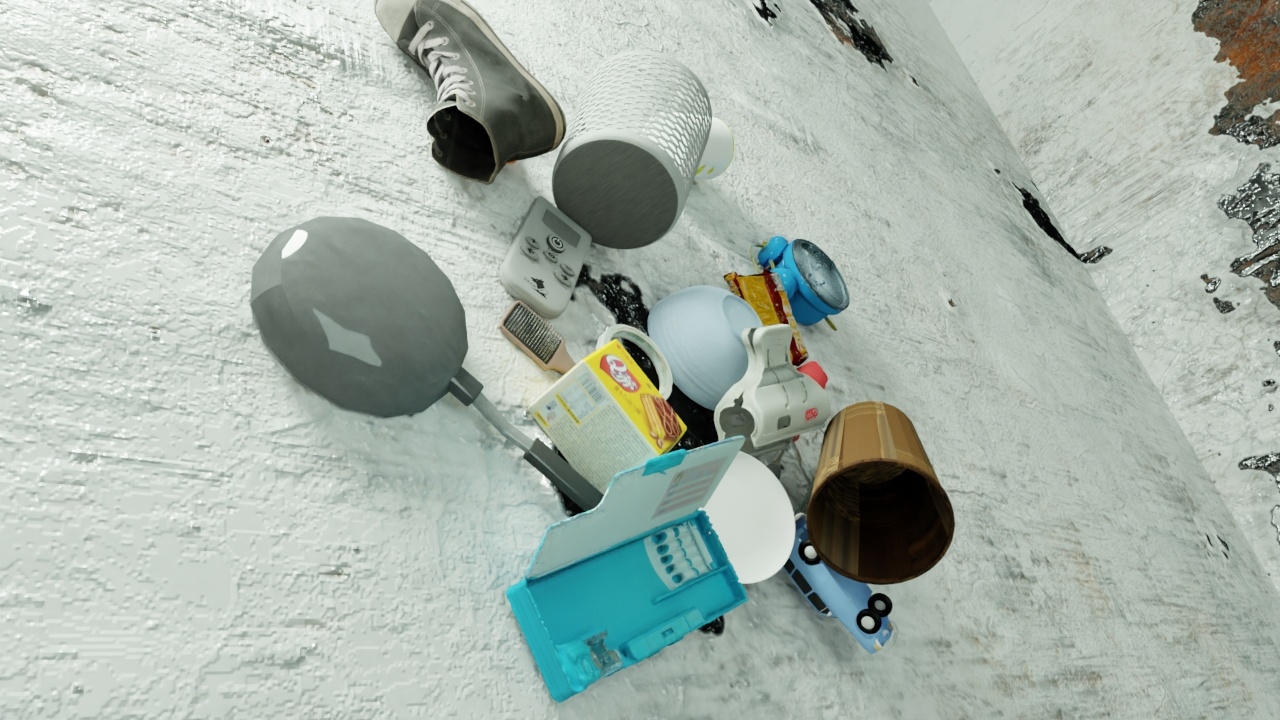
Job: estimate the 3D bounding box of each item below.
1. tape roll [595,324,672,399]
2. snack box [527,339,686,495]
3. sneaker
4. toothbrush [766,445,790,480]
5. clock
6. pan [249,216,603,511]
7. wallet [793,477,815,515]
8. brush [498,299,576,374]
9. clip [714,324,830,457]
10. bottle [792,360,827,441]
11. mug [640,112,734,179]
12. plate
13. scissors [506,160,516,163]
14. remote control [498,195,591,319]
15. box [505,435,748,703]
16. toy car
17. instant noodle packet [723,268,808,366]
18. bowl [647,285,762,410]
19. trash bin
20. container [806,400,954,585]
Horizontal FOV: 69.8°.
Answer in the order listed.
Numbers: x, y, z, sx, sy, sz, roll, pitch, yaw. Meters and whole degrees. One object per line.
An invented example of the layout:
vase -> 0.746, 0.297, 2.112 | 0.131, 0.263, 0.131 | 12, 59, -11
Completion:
tape roll -> -0.006, 0.005, 0.930 | 0.093, 0.013, 0.092 | 30, 40, -29
snack box -> -0.028, 0.052, 0.801 | 0.106, 0.084, 0.061 | 52, 33, 2
sneaker -> -0.194, -0.279, 0.912 | 0.235, 0.095, 0.119 | 48, 43, -5
toothbrush -> 0.134, 0.129, 0.972 | 0.024, 0.022, 0.185 | 65, 30, -16
clock -> 0.213, -0.112, 1.245 | 0.161, 0.060, 0.116 | 28, 42, -28
pan -> -0.145, 0.016, 0.736 | 0.357, 0.041, 0.178 | 43, 36, -12
wallet -> 0.226, 0.170, 1.012 | 0.100, 0.054, 0.131 | 41, 35, 5
brush -> -0.072, -0.003, 0.859 | 0.135, 0.015, 0.049 | 43, 36, -13
clip -> 0.145, 0.037, 0.953 | 0.105, 0.152, 0.126 | 26, 24, 39
bottle -> 0.193, 0.050, 1.090 | 0.042, 0.042, 0.141 | 44, 35, -10
mug -> 0.061, -0.281, 1.204 | 0.106, 0.083, 0.082 | -11, 68, -51
plate -> 0.087, 0.149, 0.881 | 0.134, 0.011, 0.134 | 12, 59, -20
scissors -> -0.137, -0.251, 1.015 | 0.065, 0.013, 0.128 | 52, 35, 0
remote control -> -0.093, -0.105, 0.924 | 0.074, 0.019, 0.150 | 38, 37, -19
box -> -0.002, 0.154, 0.739 | 0.226, 0.084, 0.171 | -9, 99, -50
toy car -> 0.193, 0.224, 0.913 | 0.153, 0.055, 0.056 | 51, 28, 12
instant noodle packet -> 0.156, -0.051, 1.130 | 0.098, 0.040, 0.135 | -10, 77, -55
bowl -> 0.088, -0.026, 1.010 | 0.150, 0.075, 0.150 | 30, 39, -29
trash bin -> -0.010, -0.230, 1.018 | 0.156, 0.157, 0.182 | 37, 40, -20
container -> 0.233, 0.120, 0.917 | 0.132, 0.132, 0.167 | 46, 23, -9
